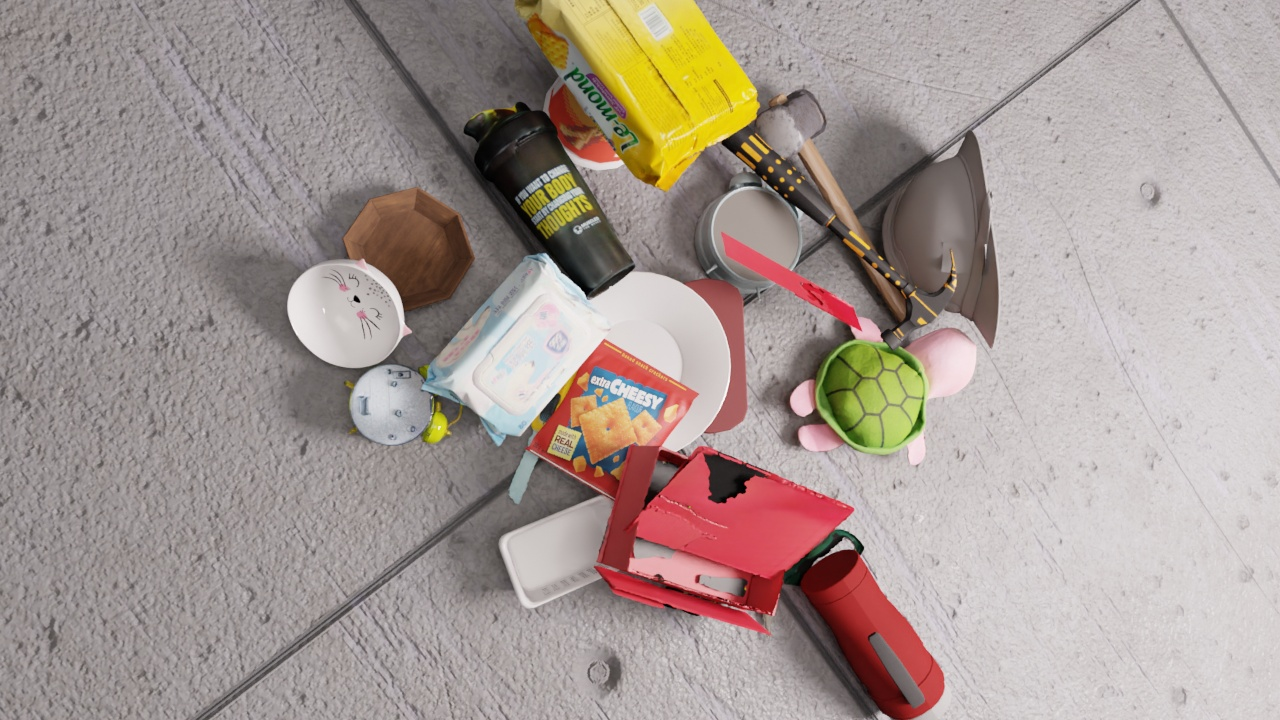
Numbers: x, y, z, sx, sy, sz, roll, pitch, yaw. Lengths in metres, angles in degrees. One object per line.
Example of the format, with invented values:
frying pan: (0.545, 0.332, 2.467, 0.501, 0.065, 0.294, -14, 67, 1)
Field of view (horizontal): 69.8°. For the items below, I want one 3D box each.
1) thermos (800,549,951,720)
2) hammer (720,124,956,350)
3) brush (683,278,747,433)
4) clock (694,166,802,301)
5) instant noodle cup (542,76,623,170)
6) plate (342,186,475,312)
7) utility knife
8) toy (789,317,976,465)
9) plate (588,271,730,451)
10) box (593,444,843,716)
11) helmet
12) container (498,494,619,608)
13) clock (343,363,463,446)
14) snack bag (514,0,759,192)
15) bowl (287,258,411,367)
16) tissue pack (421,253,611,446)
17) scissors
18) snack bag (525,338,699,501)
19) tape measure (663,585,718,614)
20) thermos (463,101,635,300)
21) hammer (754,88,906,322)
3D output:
thermos: (0.267, 0.317, 1.026, 0.084, 0.108, 0.198, -34, 97, 2)
hammer: (0.217, -0.161, 1.038, 0.320, 0.036, 0.123, 44, 102, 6)
brush: (0.076, -0.004, 1.040, 0.082, 0.042, 0.173, -2, 83, 1)
clock: (0.133, -0.154, 1.082, 0.122, 0.045, 0.159, 26, 77, -13)
instant noodle cup: (-0.034, -0.289, 1.008, 0.123, 0.121, 0.123, 2, 82, -17)
plate: (-0.246, -0.116, 0.973, 0.131, 0.025, 0.131, 2, 83, -16)
utility knife: (-0.095, 0.048, 0.995, 0.030, 0.019, 0.224, 20, 86, 13)
toy: (0.289, 0.035, 1.084, 0.238, 0.088, 0.190, -19, 81, -11)
plate: (-0.006, 0.006, 1.011, 0.208, 0.015, 0.208, 0, 84, 3)
box: (0.075, 0.310, 0.856, 0.214, 0.172, 0.477, 25, 35, -30)
helmet: (0.353, -0.141, 1.100, 0.118, 0.183, 0.270, -4, 69, 13)
container: (-0.082, 0.200, 0.970, 0.129, 0.050, 0.080, -20, 89, -18)
clock: (-0.241, 0.046, 0.938, 0.119, 0.057, 0.083, -2, 83, -17)
snack bag: (0.006, -0.307, 0.921, 0.159, 0.068, 0.247, -38, 95, -18)
bowl: (-0.289, -0.054, 0.924, 0.115, 0.050, 0.115, 3, 118, 5)
tissue pack: (-0.125, -0.009, 0.939, 0.181, 0.070, 0.112, -50, 125, -6)
scissors: (0.153, 0.208, 1.059, 0.201, 0.015, 0.204, -26, 92, -20)
snack bag: (-0.030, 0.065, 0.976, 0.131, 0.039, 0.144, 30, 83, 3)
tape measure: (0.059, 0.250, 1.015, 0.061, 0.034, 0.061, 23, 88, -9)
thermos: (-0.093, -0.173, 0.983, 0.098, 0.098, 0.221, -35, 88, -18)
hammer: (0.247, -0.175, 1.110, 0.328, 0.052, 0.097, 57, 41, -10)
